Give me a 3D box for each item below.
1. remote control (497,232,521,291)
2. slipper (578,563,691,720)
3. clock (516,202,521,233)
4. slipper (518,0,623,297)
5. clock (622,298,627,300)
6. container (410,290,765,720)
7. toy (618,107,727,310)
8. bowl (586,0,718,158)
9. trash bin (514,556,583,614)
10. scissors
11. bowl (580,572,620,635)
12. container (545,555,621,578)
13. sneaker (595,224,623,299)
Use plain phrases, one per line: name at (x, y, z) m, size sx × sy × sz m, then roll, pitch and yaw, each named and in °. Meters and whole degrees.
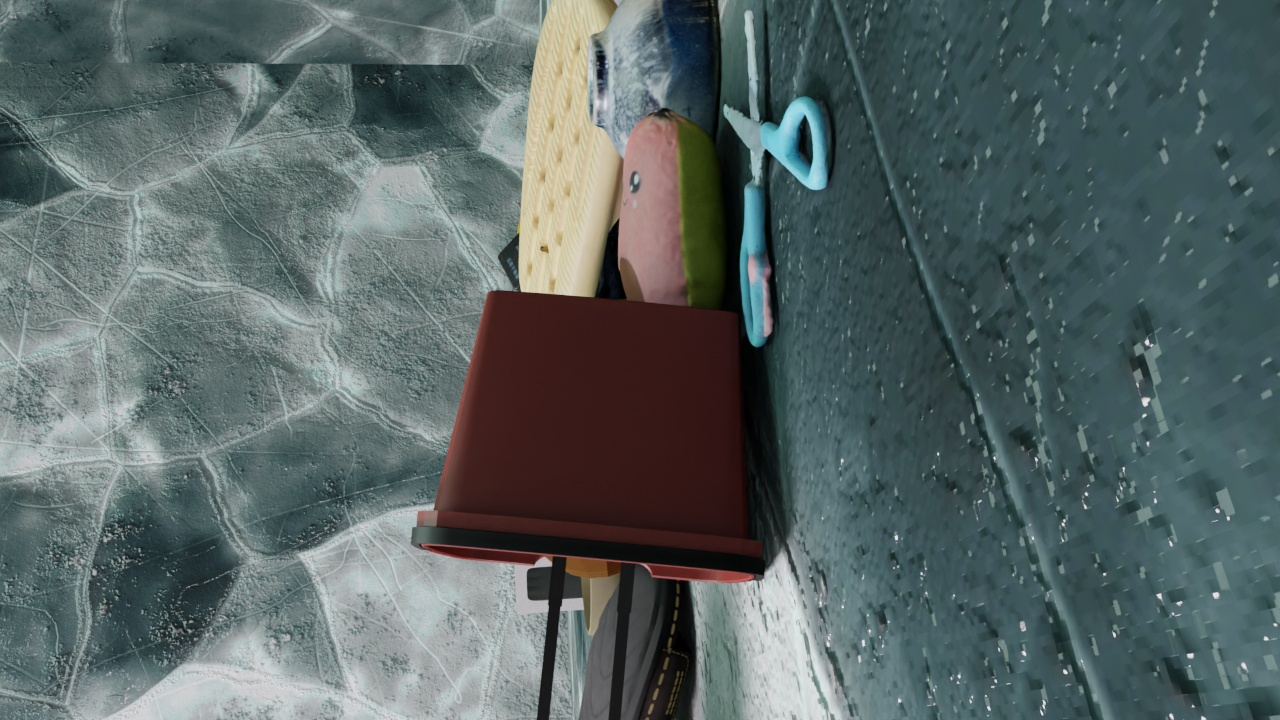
remote control at (-0.060, -0.121, 0.773) m, size 0.150 × 0.022 × 0.047 m, roll -43°, pitch 55°, yaw 19°
slipper at (-0.004, 0.262, 0.627) m, size 0.113 × 0.075 × 0.268 m, roll -139°, pitch 62°, yaw -69°
clock at (-0.080, -0.113, 1.010) m, size 0.152 × 0.052 × 0.113 m, roll 35°, pitch -137°, yaw -53°
slipper at (-0.034, -0.144, 0.696) m, size 0.111 × 0.079 × 0.262 m, roll 41°, pitch 128°, yaw 45°
clock at (-0.013, -0.002, 0.723) m, size 0.094 × 0.042 × 0.119 m, roll -102°, pitch 12°, yaw -58°
container at (-0.021, 0.082, 0.407) m, size 0.127 × 0.148 × 0.200 m, roll 96°, pitch 180°, yaw -75°
toy at (0.015, -0.067, 0.451) m, size 0.090 × 0.051 × 0.110 m, roll -125°, pitch 35°, yaw -75°
bowl at (0.002, -0.152, 0.498) m, size 0.114 × 0.060 × 0.114 m, roll 177°, pitch 91°, yaw -81°
trash bin at (-0.079, 0.145, 0.983) m, size 0.114 × 0.114 × 0.229 m, roll -105°, pitch 15°, yaw -61°
scissors at (0.048, -0.073, 0.351) m, size 0.134 × 0.015 × 0.135 m, roll -175°, pitch 77°, yaw -81°
bowl at (-0.026, 0.167, 0.827) m, size 0.152 × 0.050 × 0.152 m, roll 177°, pitch 91°, yaw -83°
container at (-0.034, 0.080, 0.616) m, size 0.167 × 0.132 × 0.132 m, roll 90°, pitch 175°, yaw -66°
sneaker at (-0.046, -0.081, 0.836) m, size 0.128 × 0.120 × 0.294 m, roll -40°, pitch 43°, yaw 36°
